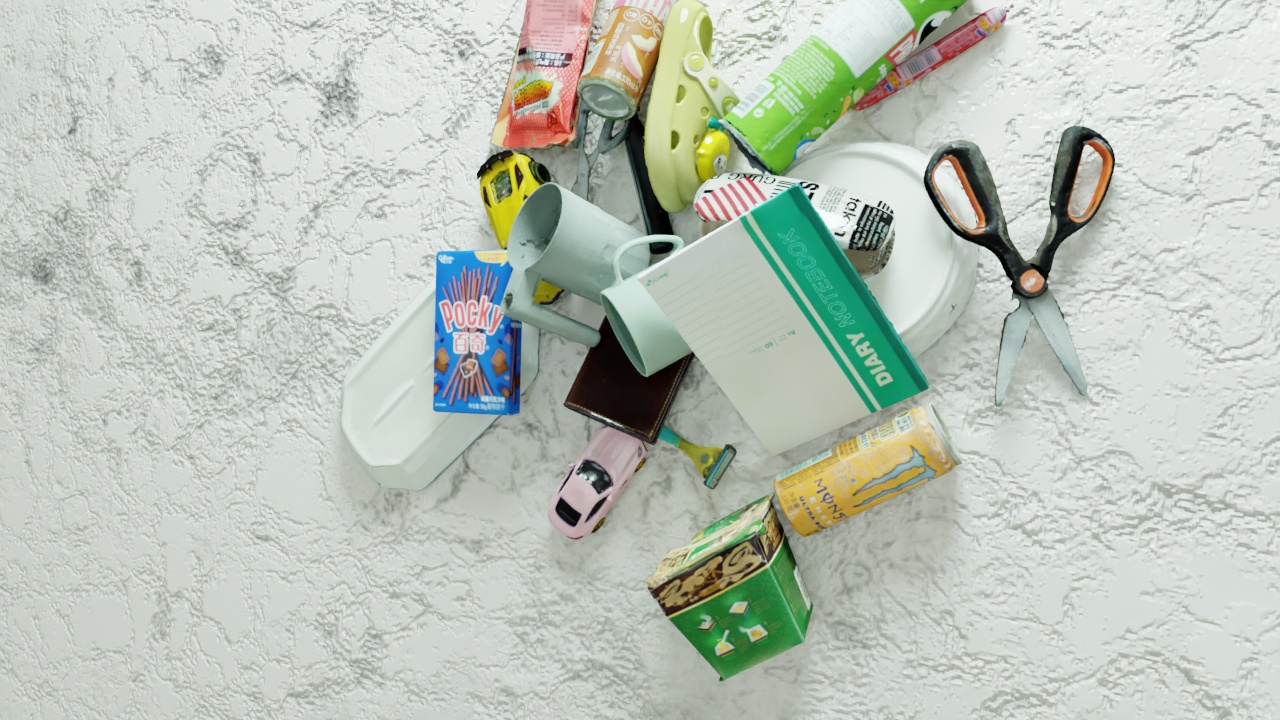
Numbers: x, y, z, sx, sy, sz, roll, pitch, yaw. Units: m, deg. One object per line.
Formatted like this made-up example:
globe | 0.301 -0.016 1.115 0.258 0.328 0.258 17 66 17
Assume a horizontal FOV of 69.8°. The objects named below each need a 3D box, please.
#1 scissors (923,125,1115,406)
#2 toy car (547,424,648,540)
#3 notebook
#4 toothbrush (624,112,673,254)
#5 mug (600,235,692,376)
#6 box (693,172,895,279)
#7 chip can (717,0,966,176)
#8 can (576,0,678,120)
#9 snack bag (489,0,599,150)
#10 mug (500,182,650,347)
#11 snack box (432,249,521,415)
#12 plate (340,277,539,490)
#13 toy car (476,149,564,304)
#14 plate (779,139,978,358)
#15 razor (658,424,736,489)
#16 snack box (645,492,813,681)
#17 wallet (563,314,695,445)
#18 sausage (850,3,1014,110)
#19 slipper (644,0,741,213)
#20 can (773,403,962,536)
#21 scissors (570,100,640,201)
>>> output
scissors | 0.308 -0.085 0.717 0.221 0.021 0.223 45 90 -1
toy car | -0.043 0.113 0.863 0.056 0.037 0.122 37 100 18
notebook | 0.117 -0.024 0.742 0.151 0.012 0.209 -28 114 26
toothbrush | -0.003 -0.203 0.868 0.027 0.026 0.212 -27 73 52
mug | 0.024 -0.059 0.797 0.106 0.082 0.112 -29 106 -7
box | 0.127 -0.109 0.755 0.164 0.079 0.074 12 57 21
chip can | 0.172 -0.253 0.756 0.236 0.072 0.072 -42 73 7
can | -0.006 -0.290 0.828 0.058 0.058 0.147 13 70 22
snack bag | -0.083 -0.305 0.879 0.129 0.073 0.208 18 97 47
mug | -0.062 -0.082 0.826 0.084 0.103 0.124 13 83 54
snack box | -0.156 -0.027 0.879 0.085 0.026 0.157 2 91 22
plate | -0.217 0.017 0.938 0.266 0.034 0.162 -43 73 15
toy car | -0.112 -0.129 0.893 0.071 0.041 0.155 -24 80 31
plate | 0.177 -0.091 0.778 0.205 0.045 0.205 -1 87 23
razor | 0.023 0.067 0.842 0.132 0.028 0.043 30 87 21
snack box | 0.086 0.193 0.775 0.118 0.118 0.105 -32 89 18
wallet | -0.005 0.005 0.847 0.096 0.020 0.122 22 79 17
sausage | 0.241 -0.252 0.773 0.156 0.020 0.020 -29 77 19
slipper | 0.053 -0.227 0.813 0.082 0.091 0.190 5 86 19
can | 0.186 0.092 0.759 0.146 0.058 0.058 -29 77 19
scissors | -0.052 -0.187 0.884 0.160 0.014 0.171 -35 68 34
